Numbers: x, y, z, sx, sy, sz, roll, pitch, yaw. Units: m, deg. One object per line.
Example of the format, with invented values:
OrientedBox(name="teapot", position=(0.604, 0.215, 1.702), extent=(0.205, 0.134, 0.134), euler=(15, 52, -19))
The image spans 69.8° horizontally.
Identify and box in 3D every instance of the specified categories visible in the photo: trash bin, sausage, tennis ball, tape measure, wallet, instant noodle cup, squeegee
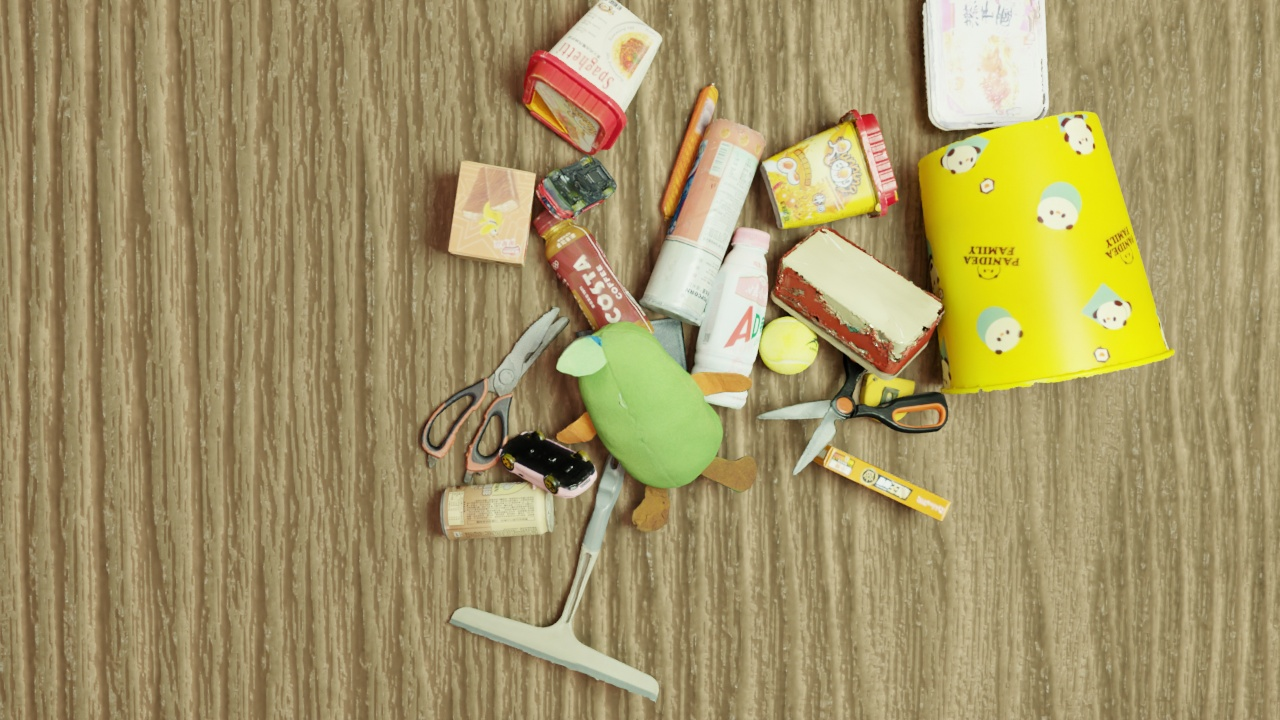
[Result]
OrientedBox(name="trash bin", position=(0.411, -0.109, 0.975), extent=(0.229, 0.230, 0.255), euler=(-12, 89, -5))
OrientedBox(name="sausage", position=(0.054, -0.232, 1.021), extent=(0.021, 0.021, 0.165), euler=(20, 91, -7))
OrientedBox(name="tennis ball", position=(0.165, -0.017, 1.025), extent=(0.065, 0.065, 0.065), euler=(0, 93, -6))
OrientedBox(name="tape measure", position=(0.285, 0.044, 1.060), extent=(0.060, 0.029, 0.057), euler=(11, 93, -6))
OrientedBox(name="wallet", position=(-0.006, 0.006, 1.033), extent=(0.121, 0.019, 0.097), euler=(-8, 94, -7))
OrientedBox(name="instant noodle cup", position=(-0.047, -0.302, 0.968), extent=(0.116, 0.117, 0.124), euler=(36, 77, -7))
OrientedBox(name="squeegee", position=(-0.060, 0.216, 1.031), extent=(0.246, 0.039, 0.246), euler=(17, 85, 11))
OrientedBox(name="instant noodle cup", position=(0.377, -0.344, 1.030), extent=(0.138, 0.060, 0.173), euler=(-5, 93, -6))
OrientedBox(name="instant noodle cup", position=(0.201, -0.199, 1.000), extent=(0.124, 0.116, 0.116), euler=(-18, 96, 7))

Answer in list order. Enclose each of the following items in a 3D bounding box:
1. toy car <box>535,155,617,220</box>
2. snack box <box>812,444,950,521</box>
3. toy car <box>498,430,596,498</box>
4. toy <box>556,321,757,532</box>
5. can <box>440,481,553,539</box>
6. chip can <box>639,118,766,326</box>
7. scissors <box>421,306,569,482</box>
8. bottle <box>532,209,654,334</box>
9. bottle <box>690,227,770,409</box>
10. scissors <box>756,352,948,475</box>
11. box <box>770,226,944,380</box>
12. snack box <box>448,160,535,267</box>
OrientedBox(name="toy car", position=(-0.069, -0.178, 0.969), extent=(0.045, 0.120, 0.053), euler=(-37, 91, 31))
OrientedBox(name="snack box", position=(0.267, 0.134, 1.040), extent=(0.153, 0.075, 0.026), euler=(25, 91, -7))
OrientedBox(name="toy car", position=(-0.099, 0.113, 0.984), extent=(0.056, 0.122, 0.037), euler=(-36, 130, -34))
OrientedBox(name="toy", position=(0.013, 0.061, 0.961), extent=(0.227, 0.089, 0.247), euler=(-21, 114, 17))
OrientedBox(name="can", position=(-0.155, 0.163, 1.000), extent=(0.116, 0.058, 0.058), euler=(-3, 94, 1))
OrientedBox(name="chip can", position=(0.069, -0.150, 0.999), extent=(0.071, 0.071, 0.214), euler=(21, 89, -7))
OrientedBox(name="scissors", position=(-0.148, 0.039, 1.022), extent=(0.206, 0.015, 0.194), euler=(-12, 94, -5))
OrientedBox(name="bottle", position=(-0.054, -0.088, 0.996), extent=(0.057, 0.057, 0.175), euler=(-33, 88, -3))
OrientedBox(name="bottle", position=(0.103, -0.048, 1.016), extent=(0.068, 0.068, 0.197), euler=(13, 90, -7))
OrientedBox(name="scissors", position=(0.237, 0.040, 1.019), extent=(0.221, 0.022, 0.224), euler=(11, 64, -6))
OrientedBox(name="box", position=(0.229, -0.067, 0.977), extent=(0.168, 0.079, 0.091), euler=(39, 62, 22))
OrientedBox(name="snack box", position=(-0.154, -0.151, 0.969), extent=(0.077, 0.093, 0.094), euler=(8, 92, -7))
